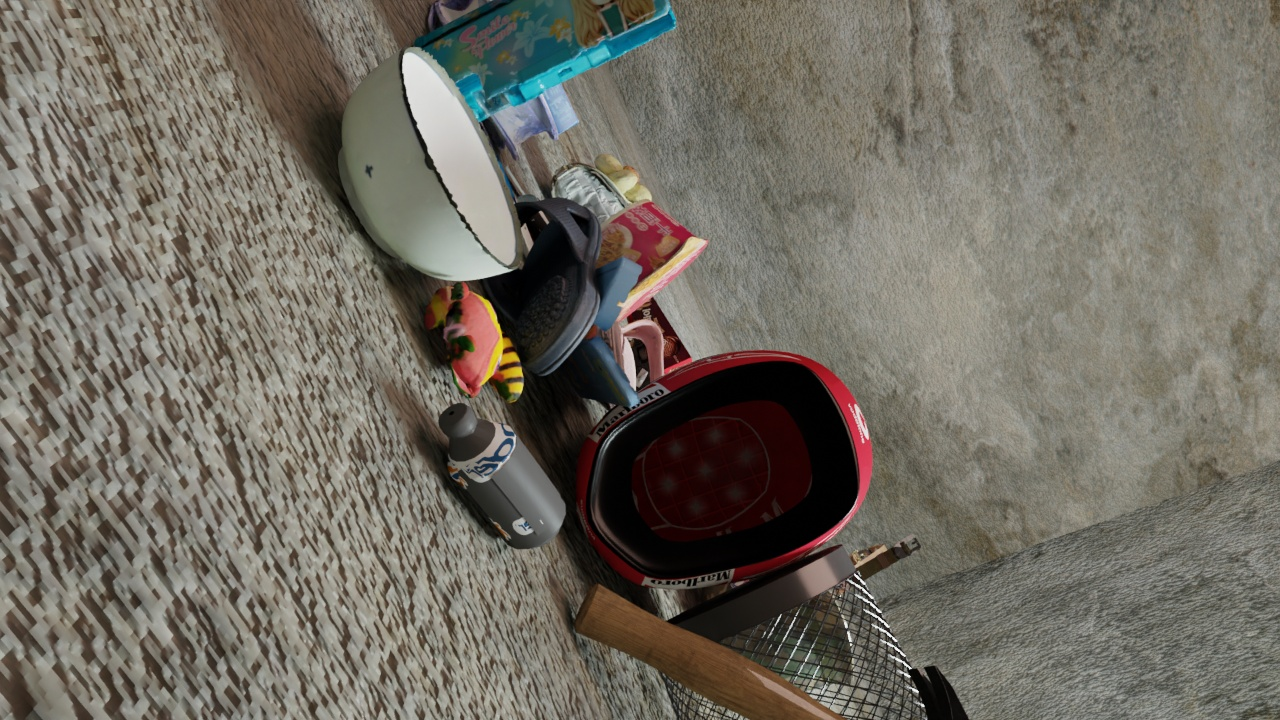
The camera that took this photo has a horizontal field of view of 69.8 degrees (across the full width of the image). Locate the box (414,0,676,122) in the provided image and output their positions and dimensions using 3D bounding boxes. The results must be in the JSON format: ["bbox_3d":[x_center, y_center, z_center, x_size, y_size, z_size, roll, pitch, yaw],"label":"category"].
[{"bbox_3d":[-0.080,-0.272,0.809,0.117,0.227,0.097,-103,166,-45],"label":"box"}]

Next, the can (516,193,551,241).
[{"bbox_3d":[-0.104,-0.140,0.966,0.080,0.031,0.031,52,19,-58],"label":"can"}]

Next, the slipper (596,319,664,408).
[{"bbox_3d":[-0.006,0.006,0.960,0.239,0.064,0.094,59,25,-84],"label":"slipper"}]

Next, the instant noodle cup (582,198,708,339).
[{"bbox_3d":[-0.021,-0.098,0.966,0.077,0.179,0.178,51,10,3],"label":"instant noodle cup"}]

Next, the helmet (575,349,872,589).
[{"bbox_3d":[0.069,0.098,0.819,0.225,0.270,0.197,130,-59,-77],"label":"helmet"}]

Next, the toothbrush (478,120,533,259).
[{"bbox_3d":[-0.138,-0.173,0.910,0.189,0.017,0.016,68,21,-4],"label":"toothbrush"}]

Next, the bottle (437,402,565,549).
[{"bbox_3d":[-0.086,0.070,0.558,0.047,0.047,0.112,-99,163,-52],"label":"bottle"}]

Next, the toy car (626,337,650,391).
[{"bbox_3d":[0.002,0.026,1.115,0.112,0.047,0.047,70,15,11],"label":"toy car"}]

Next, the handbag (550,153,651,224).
[{"bbox_3d":[-0.032,-0.172,1.155,0.171,0.123,0.112,61,4,-3],"label":"handbag"}]

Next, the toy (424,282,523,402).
[{"bbox_3d":[-0.110,-0.011,0.616,0.084,0.046,0.103,65,4,26],"label":"toy"}]

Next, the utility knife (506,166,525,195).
[{"bbox_3d":[-0.099,-0.136,1.044,0.228,0.019,0.030,53,8,-44],"label":"utility knife"}]

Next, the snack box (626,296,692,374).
[{"bbox_3d":[0.030,0.005,1.175,0.152,0.036,0.132,75,-12,-51],"label":"snack box"}]

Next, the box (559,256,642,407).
[{"bbox_3d":[-0.044,-0.020,0.776,0.210,0.047,0.122,179,-89,-75],"label":"box"}]

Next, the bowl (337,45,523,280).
[{"bbox_3d":[-0.142,-0.117,0.597,0.153,0.073,0.153,-22,90,-79],"label":"bowl"}]

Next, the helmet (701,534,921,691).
[{"bbox_3d":[0.184,0.250,1.023,0.192,0.236,0.224,44,35,-77],"label":"helmet"}]

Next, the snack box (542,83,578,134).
[{"bbox_3d":[-0.131,-0.324,1.061,0.154,0.033,0.088,44,-14,48],"label":"snack box"}]

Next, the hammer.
[{"bbox_3d":[0.097,0.238,0.654,0.132,0.305,0.040,-64,-177,-26],"label":"hammer"}]

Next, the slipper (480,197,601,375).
[{"bbox_3d":[-0.090,-0.077,0.747,0.082,0.101,0.263,37,18,-21],"label":"slipper"}]

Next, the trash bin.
[{"bbox_3d":[0.136,0.300,0.775,0.227,0.218,0.217,66,9,12],"label":"trash bin"}]

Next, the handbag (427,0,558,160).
[{"bbox_3d":[-0.156,-0.299,0.958,0.159,0.069,0.126,61,-3,-38],"label":"handbag"}]
